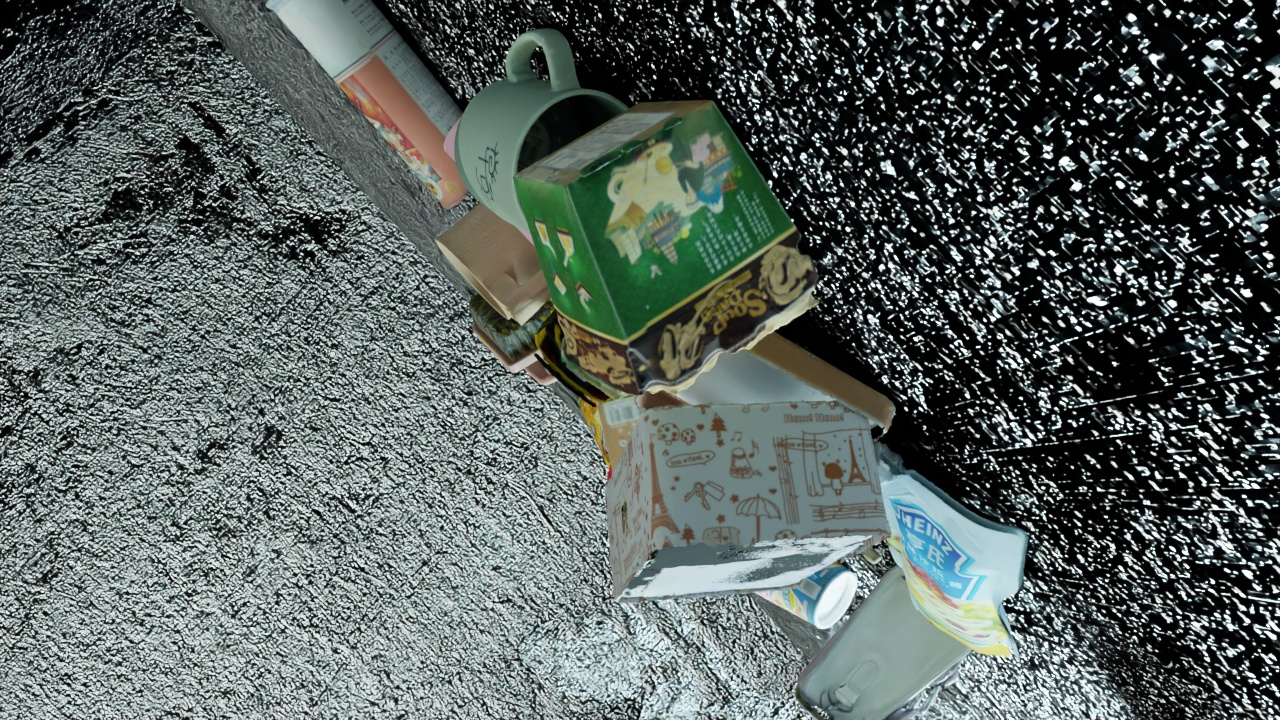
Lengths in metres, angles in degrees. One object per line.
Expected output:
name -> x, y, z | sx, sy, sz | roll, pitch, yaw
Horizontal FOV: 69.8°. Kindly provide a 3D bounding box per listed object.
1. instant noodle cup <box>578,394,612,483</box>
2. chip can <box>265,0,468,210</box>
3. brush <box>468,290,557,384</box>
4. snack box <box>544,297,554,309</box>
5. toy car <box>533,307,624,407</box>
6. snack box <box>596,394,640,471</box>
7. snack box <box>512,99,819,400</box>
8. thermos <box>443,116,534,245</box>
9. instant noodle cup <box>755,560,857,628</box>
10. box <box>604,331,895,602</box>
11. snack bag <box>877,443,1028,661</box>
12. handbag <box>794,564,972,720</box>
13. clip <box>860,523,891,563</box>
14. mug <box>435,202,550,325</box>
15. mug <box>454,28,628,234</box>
instant noodle cup -> 0.003, 0.054, 0.894 | 0.123, 0.115, 0.116 | 55, 149, 33
chip can -> -0.211, -0.233, 0.779 | 0.215, 0.071, 0.071 | 50, 171, -26
brush -> -0.116, -0.027, 0.853 | 0.146, 0.063, 0.073 | 32, 152, 58
snack box -> -0.053, -0.054, 0.850 | 0.240, 0.063, 0.114 | 37, 166, 42
toy car -> -0.036, -0.011, 0.632 | 0.071, 0.041, 0.155 | 41, -169, -9
snack box -> 0.020, 0.050, 0.717 | 0.094, 0.093, 0.077 | -94, -9, -82
snack box -> 0.005, -0.061, 0.438 | 0.117, 0.118, 0.106 | 29, 148, 62
thermos -> -0.046, -0.087, 0.610 | 0.198, 0.087, 0.067 | 48, 128, -1
instant noodle cup -> 0.177, 0.240, 1.026 | 0.110, 0.099, 0.099 | 29, 162, 42
box -> 0.058, 0.051, 0.560 | 0.182, 0.148, 0.157 | 113, 152, -65
snack bag -> 0.193, 0.124, 0.579 | 0.110, 0.039, 0.191 | 45, 171, 41
handbag -> 0.206, 0.266, 0.799 | 0.098, 0.145, 0.197 | 46, 173, 21
clip -> 0.163, 0.117, 0.711 | 0.076, 0.034, 0.103 | 47, 180, -16
mug -> -0.084, -0.089, 0.709 | 0.125, 0.103, 0.084 | 37, 168, 48
mug -> -0.055, -0.127, 0.512 | 0.106, 0.082, 0.112 | 36, 137, 54
